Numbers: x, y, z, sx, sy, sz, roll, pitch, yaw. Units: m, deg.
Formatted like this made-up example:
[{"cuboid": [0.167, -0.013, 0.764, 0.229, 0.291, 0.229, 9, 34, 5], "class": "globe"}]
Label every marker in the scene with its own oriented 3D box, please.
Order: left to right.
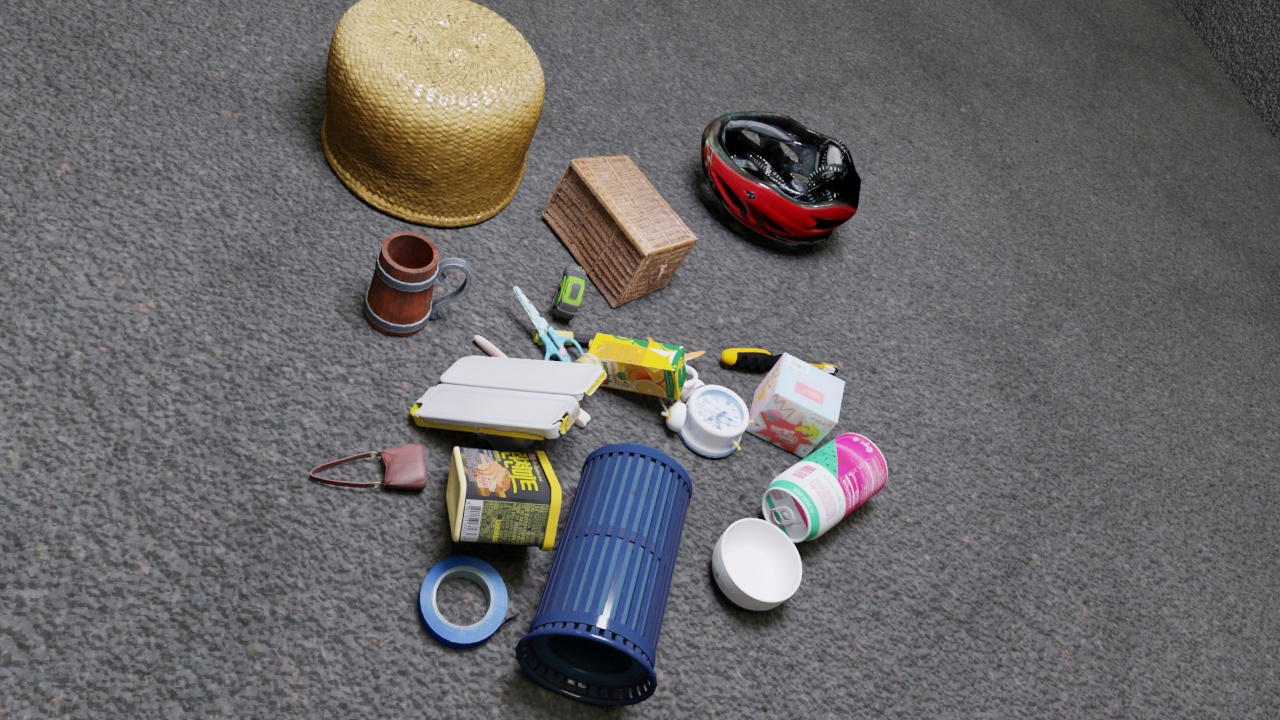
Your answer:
[{"cuboid": [-0.080, -0.027, 1.211, 0.123, 0.018, 0.021, 4, 53, -22], "class": "marker"}]

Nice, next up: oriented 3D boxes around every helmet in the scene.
[{"cuboid": [0.215, -0.291, 1.457, 0.272, 0.167, 0.216, 24, 48, -6], "class": "helmet"}]

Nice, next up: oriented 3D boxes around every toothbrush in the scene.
[{"cuboid": [-0.137, 0.023, 1.147, 0.181, 0.016, 0.018, 37, 41, 6], "class": "toothbrush"}, {"cuboid": [0.201, 0.003, 1.312, 0.196, 0.031, 0.031, 6, 27, -26], "class": "toothbrush"}]

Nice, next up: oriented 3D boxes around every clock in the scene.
[{"cuboid": [0.081, 0.070, 1.187, 0.125, 0.052, 0.088, 28, 47, 3], "class": "clock"}]

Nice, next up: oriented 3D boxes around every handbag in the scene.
[{"cuboid": [-0.294, 0.119, 0.994, 0.119, 0.029, 0.055, -3, 53, -20], "class": "handbag"}]

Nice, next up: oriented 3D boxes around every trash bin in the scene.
[{"cuboid": [-0.027, 0.213, 0.965, 0.139, 0.140, 0.248, 23, 46, -6], "class": "trash bin"}]

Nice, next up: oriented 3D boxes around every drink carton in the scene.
[{"cuboid": [-0.007, 0.007, 1.160, 0.122, 0.058, 0.041, 10, 52, 16], "class": "drink carton"}]

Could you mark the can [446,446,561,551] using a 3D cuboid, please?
[{"cuboid": [-0.148, 0.143, 0.973, 0.101, 0.072, 0.131, 7, 13, -17], "class": "can"}]

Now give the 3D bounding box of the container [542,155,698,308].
[{"cuboid": [-0.029, -0.188, 1.300, 0.112, 0.114, 0.198, -20, 66, -40], "class": "container"}]

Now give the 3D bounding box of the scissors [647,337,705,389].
[{"cuboid": [0.032, 0.004, 1.218, 0.125, 0.011, 0.128, -14, 38, -19], "class": "scissors"}]

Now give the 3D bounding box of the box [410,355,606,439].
[{"cuboid": [-0.151, 0.037, 1.046, 0.210, 0.023, 0.126, 3, 39, 28], "class": "box"}]

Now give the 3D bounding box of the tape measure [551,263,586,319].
[{"cuboid": [-0.098, -0.088, 1.221, 0.036, 0.066, 0.058, 17, 25, -16], "class": "tape measure"}]

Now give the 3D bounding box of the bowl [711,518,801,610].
[{"cuboid": [0.130, 0.242, 1.069, 0.105, 0.054, 0.104, 14, 48, -16], "class": "bowl"}]

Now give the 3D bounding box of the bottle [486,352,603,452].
[{"cuboid": [-0.108, 0.048, 1.089, 0.160, 0.072, 0.046, -42, 96, -34], "class": "bottle"}]

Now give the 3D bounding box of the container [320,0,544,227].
[{"cuboid": [-0.284, -0.360, 1.267, 0.306, 0.197, 0.306, 11, 50, -14], "class": "container"}]

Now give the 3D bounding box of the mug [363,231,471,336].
[{"cuboid": [-0.269, -0.091, 1.112, 0.117, 0.111, 0.081, 8, 51, -19], "class": "mug"}]

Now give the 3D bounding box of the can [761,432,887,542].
[{"cuboid": [0.234, 0.160, 1.159, 0.165, 0.088, 0.088, -25, 67, -37], "class": "can"}]

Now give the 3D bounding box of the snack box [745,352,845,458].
[{"cuboid": [0.205, 0.061, 1.220, 0.093, 0.095, 0.079, 26, 48, -5], "class": "snack box"}]

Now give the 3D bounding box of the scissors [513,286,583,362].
[{"cuboid": [-0.124, -0.039, 1.180, 0.056, 0.015, 0.137, -36, 89, -25], "class": "scissors"}]

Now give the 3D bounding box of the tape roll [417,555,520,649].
[{"cuboid": [-0.183, 0.248, 0.944, 0.091, 0.016, 0.093, -24, 67, -37], "class": "tape roll"}]
